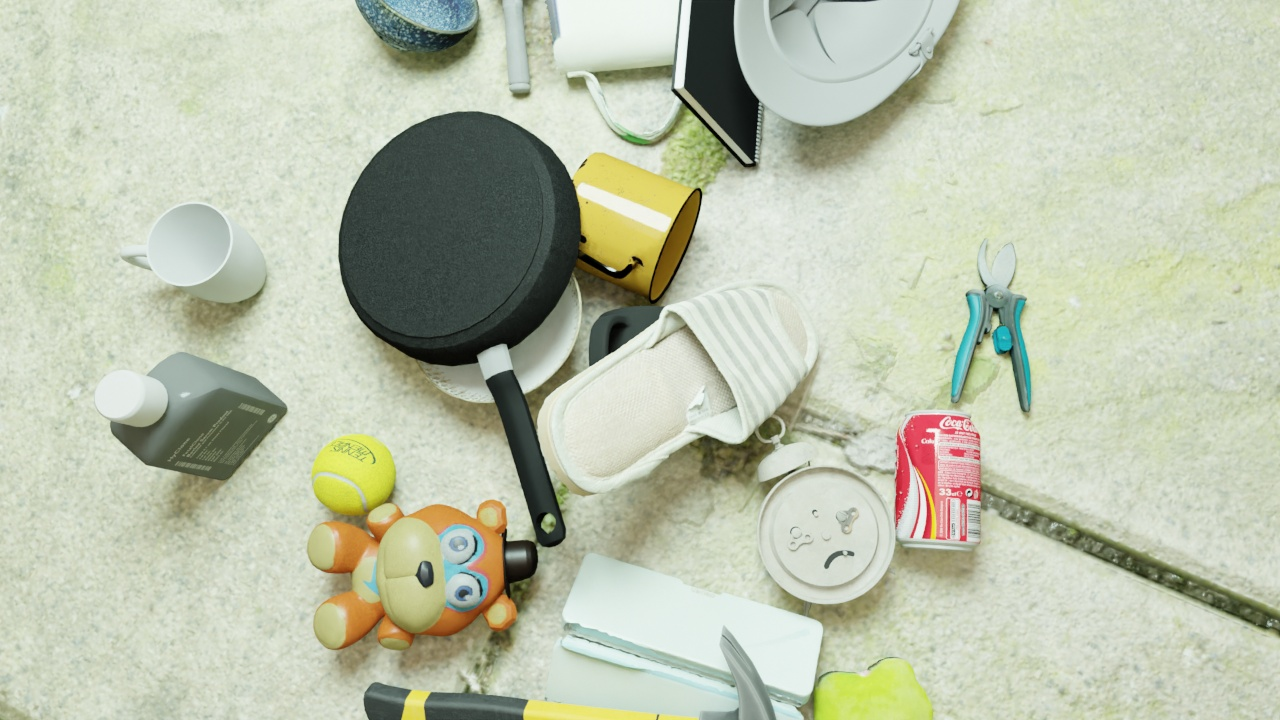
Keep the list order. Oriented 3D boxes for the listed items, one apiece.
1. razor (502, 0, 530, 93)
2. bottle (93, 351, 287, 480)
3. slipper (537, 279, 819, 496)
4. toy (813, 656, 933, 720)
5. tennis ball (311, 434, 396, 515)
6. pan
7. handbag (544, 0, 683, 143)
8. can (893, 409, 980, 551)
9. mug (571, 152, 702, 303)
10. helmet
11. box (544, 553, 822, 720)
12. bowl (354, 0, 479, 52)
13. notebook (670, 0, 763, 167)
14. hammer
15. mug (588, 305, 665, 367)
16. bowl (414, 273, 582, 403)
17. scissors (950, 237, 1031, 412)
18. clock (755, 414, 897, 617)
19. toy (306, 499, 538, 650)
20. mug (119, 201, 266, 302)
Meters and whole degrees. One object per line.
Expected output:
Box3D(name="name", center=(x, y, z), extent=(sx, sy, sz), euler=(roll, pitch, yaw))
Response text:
Box3D(name="razor", center=(-0.113, -0.300, 0.822), extent=(0.047, 0.088, 0.116), euler=(-4, 97, 2))
Box3D(name="bottle", center=(-0.350, 0.041, 0.706), extent=(0.046, 0.174, 0.083), euler=(38, 83, 10))
Box3D(name="slipper", center=(0.042, 0.013, 0.685), extent=(0.271, 0.054, 0.114), euler=(-26, 90, -34))
Box3D(name="toy", center=(0.179, 0.289, 0.691), extent=(0.092, 0.043, 0.117), euler=(-13, 81, -2))
Box3D(name="tennis ball", center=(-0.232, 0.093, 0.744), extent=(0.065, 0.065, 0.065), euler=(-1, 78, 3))
Box3D(name="pan", center=(-0.123, -0.031, 0.699), extent=(0.204, 0.044, 0.355), euler=(-23, 73, 14))
Box3D(name="handbag", center=(-0.004, -0.281, 0.815), extent=(0.151, 0.074, 0.176), euler=(-6, 97, 4))
Box3D(name="can", center=(0.231, 0.094, 0.716), extent=(0.064, 0.064, 0.104), euler=(3, 79, 4))
Box3D(name="mug", center=(-0.017, -0.105, 0.746), extent=(0.094, 0.101, 0.123), euler=(24, 38, 10))
Box3D(name="helmet", center=(0.155, -0.312, 0.782), extent=(0.183, 0.118, 0.271), euler=(42, 79, -21))
Box3D(name="box", center=(0.033, 0.235, 0.713), extent=(0.197, 0.074, 0.126), euler=(15, 99, 9))
Box3D(name="bowl", center=(-0.208, -0.316, 0.823), extent=(0.114, 0.061, 0.114), euler=(20, 50, -26))
Box3D(name="notebook", center=(0.072, -0.286, 0.765), extent=(0.016, 0.149, 0.206), euler=(-1, 77, 29))
Box3D(name="hammer", center=(-0.056, 0.272, 0.692), extent=(0.325, 0.034, 0.170), euler=(1, 107, 11))
Box3D(name="mug", center=(-0.004, 0.004, 0.725), extent=(0.078, 0.113, 0.088), euler=(-7, 76, 29))
Box3D(name="bowl", center=(-0.112, -0.030, 0.758), extent=(0.145, 0.063, 0.145), euler=(-2, 78, 12))
Box3D(name="scissors", center=(0.291, -0.022, 0.760), extent=(0.124, 0.019, 0.155), euler=(-32, 77, -5))
Box3D(name="clock", center=(0.132, 0.114, 0.721), extent=(0.103, 0.061, 0.157), euler=(-26, 86, -1))
Box3D(name="toy", center=(-0.168, 0.165, 0.718), extent=(0.176, 0.096, 0.112), euler=(-8, 81, -9))
Box3D(name="mug", center=(-0.376, -0.084, 0.776), extent=(0.107, 0.089, 0.071), euler=(-1, 78, 3))
